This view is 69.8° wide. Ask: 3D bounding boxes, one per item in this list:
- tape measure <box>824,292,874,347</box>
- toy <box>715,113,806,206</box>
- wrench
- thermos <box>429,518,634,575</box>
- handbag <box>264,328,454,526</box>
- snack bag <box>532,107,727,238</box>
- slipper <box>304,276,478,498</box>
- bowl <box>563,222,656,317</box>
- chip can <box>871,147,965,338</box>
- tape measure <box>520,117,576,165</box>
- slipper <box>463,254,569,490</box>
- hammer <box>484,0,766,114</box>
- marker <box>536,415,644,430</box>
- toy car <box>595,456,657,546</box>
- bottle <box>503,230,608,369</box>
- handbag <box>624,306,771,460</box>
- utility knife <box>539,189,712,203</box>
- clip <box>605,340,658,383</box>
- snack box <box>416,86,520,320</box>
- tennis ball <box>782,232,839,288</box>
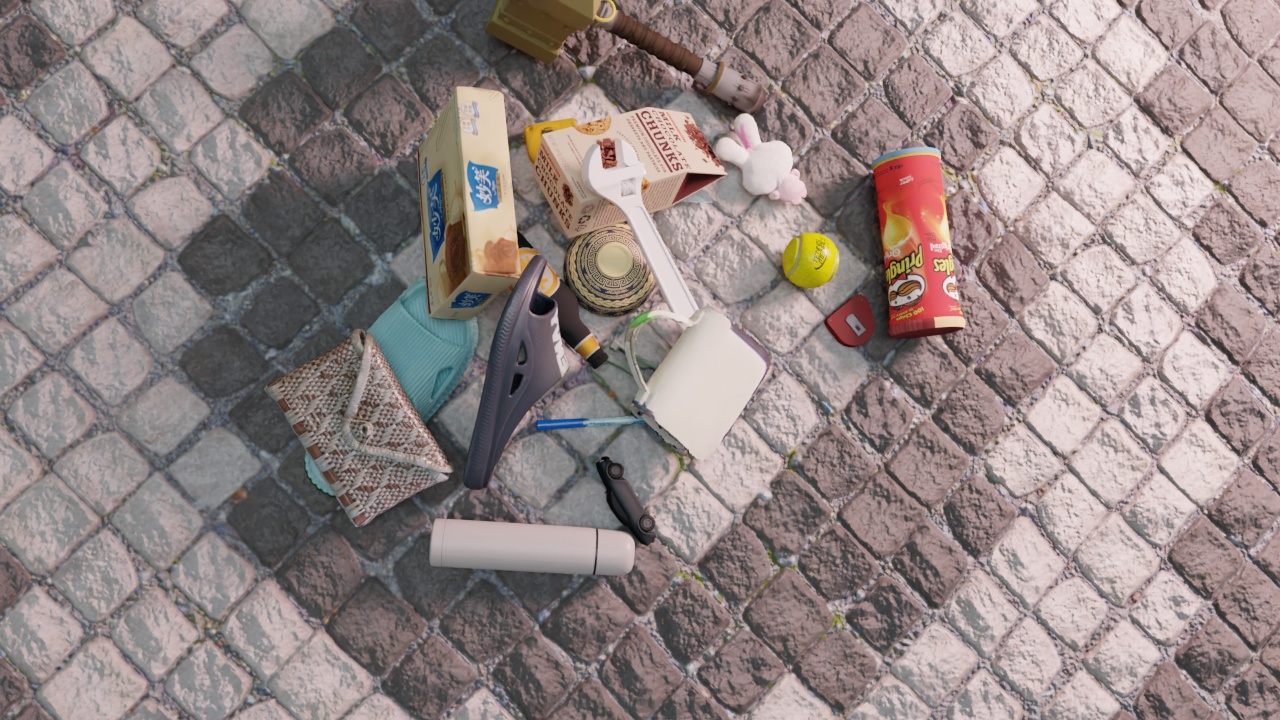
[{"bbox_3d":[0.259,-0.046,1.108,0.059,0.019,0.051,-39,89,-9],"label":"tape measure"},{"bbox_3d":[0.149,-0.235,1.107,0.125,0.037,0.075,40,73,-8],"label":"toy"},{"bbox_3d":[0.014,-0.124,1.020,0.066,0.018,0.273,-39,123,-14],"label":"wrench"},{"bbox_3d":[-0.119,0.209,1.024,0.224,0.052,0.052,5,83,-6],"label":"thermos"},{"bbox_3d":[-0.296,0.073,0.971,0.124,0.047,0.186,-29,99,5],"label":"handbag"},{"bbox_3d":[-0.007,-0.225,1.054,0.206,0.070,0.094,-21,72,-24],"label":"snack bag"},{"bbox_3d":[-0.277,0.030,1.019,0.116,0.069,0.276,33,82,-5],"label":"slipper"},{"bbox_3d":[-0.032,-0.110,1.062,0.112,0.061,0.112,1,84,-6],"label":"bowl"},{"bbox_3d":[0.329,-0.137,1.093,0.087,0.087,0.213,-4,84,-7],"label":"chip can"},{"bbox_3d":[-0.105,-0.253,1.085,0.068,0.030,0.059,-10,83,-7],"label":"tape measure"},{"bbox_3d":[-0.125,0.022,0.988,0.083,0.110,0.268,16,103,-2],"label":"slipper"},{"bbox_3d":[0.004,-0.372,1.060,0.324,0.190,0.100,22,81,-21],"label":"hammer"},{"bbox_3d":[-0.050,0.071,1.067,0.142,0.013,0.013,-3,84,-7],"label":"marker"},{"bbox_3d":[-0.019,0.161,1.044,0.034,0.046,0.112,-31,90,-13],"label":"toy car"},{"bbox_3d":[-0.104,-0.064,1.050,0.059,0.059,0.181,-42,90,-9],"label":"bottle"},{"bbox_3d":[0.043,0.006,1.030,0.176,0.074,0.151,40,79,-32],"label":"handbag"},{"bbox_3d":[-0.016,-0.200,1.096,0.207,0.015,0.031,3,84,-3],"label":"utility knife"},{"bbox_3d":[-0.006,0.006,1.073,0.076,0.023,0.043,31,83,0],"label":"clip"},{"bbox_3d":[-0.189,-0.163,0.988,0.055,0.154,0.207,1,74,-30],"label":"snack box"},{"bbox_3d":[0.201,-0.119,1.087,0.065,0.065,0.065,1,84,-6],"label":"tennis ball"}]
